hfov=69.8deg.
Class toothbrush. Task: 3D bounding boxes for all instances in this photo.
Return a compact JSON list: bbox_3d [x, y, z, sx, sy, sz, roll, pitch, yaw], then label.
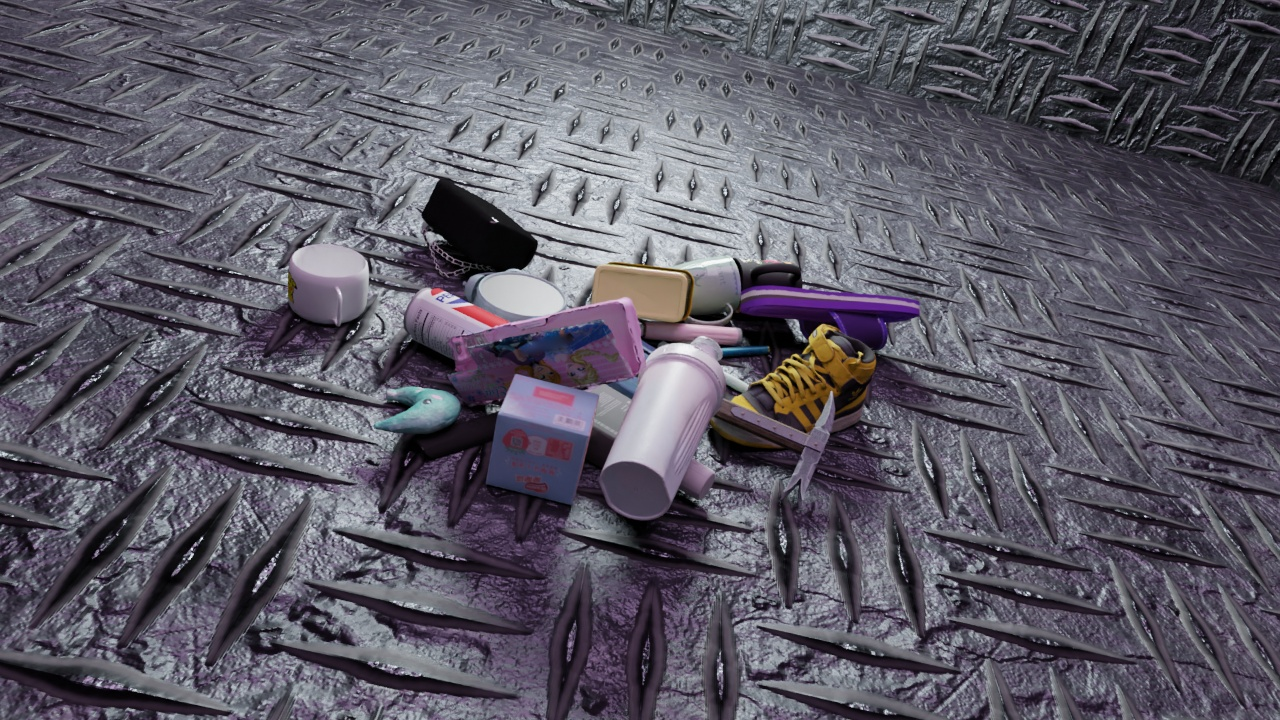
[{"bbox_3d":[0.090,0.013,1.211,0.155,0.015,0.022,28,35,20],"label":"toothbrush"},{"bbox_3d":[0.034,-0.040,1.261,0.222,0.027,0.027,4,54,-17],"label":"toothbrush"}]

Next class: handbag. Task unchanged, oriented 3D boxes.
[{"bbox_3d":[-0.237,-0.174,1.332,0.154,0.115,0.125,35,13,35],"label":"handbag"}]

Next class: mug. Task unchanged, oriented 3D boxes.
[{"bbox_3d":[0.187,-0.116,1.366,0.098,0.118,0.081,2,71,-20],"label":"mug"},{"bbox_3d":[0.087,-0.093,1.325,0.104,0.084,0.111,-9,57,-17],"label":"mug"},{"bbox_3d":[-0.379,-0.087,1.121,0.094,0.068,0.115,-5,36,-29],"label":"mug"}]

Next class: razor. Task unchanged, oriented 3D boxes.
[{"bbox_3d":[0.118,-0.014,1.263,0.143,0.022,0.042,2,-3,-28],"label":"razor"}]

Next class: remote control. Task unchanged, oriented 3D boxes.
[{"bbox_3d":[-0.178,0.075,0.996,0.146,0.015,0.033,-16,43,-41],"label":"remote control"}]

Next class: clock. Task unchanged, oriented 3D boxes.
[{"bbox_3d":[-0.167,-0.077,1.218,0.122,0.045,0.159,-15,43,-41],"label":"clock"}]

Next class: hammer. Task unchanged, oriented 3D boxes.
[{"bbox_3d":[0.068,0.041,1.074,0.317,0.028,0.146,23,62,12],"label":"hammer"}]

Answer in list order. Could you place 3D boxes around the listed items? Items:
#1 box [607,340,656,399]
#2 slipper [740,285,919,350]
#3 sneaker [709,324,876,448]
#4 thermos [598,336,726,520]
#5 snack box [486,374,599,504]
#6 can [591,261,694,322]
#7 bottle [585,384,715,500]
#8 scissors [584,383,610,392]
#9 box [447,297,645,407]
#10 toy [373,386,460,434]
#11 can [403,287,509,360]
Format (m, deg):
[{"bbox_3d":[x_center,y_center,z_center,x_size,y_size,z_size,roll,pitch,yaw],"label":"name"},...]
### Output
[{"bbox_3d":[-0.004,-0.002,1.147,0.209,0.043,0.124,32,35,16],"label":"box"},{"bbox_3d":[0.270,-0.048,1.319,0.266,0.084,0.107,4,-9,-18],"label":"slipper"},{"bbox_3d":[0.198,0.029,1.127,0.238,0.122,0.086,-10,37,-35],"label":"sneaker"},{"bbox_3d":[0.022,0.064,0.935,0.099,0.100,0.219,19,36,7],"label":"thermos"},{"bbox_3d":[-0.100,0.081,0.943,0.093,0.095,0.079,13,30,-1],"label":"snack box"},{"bbox_3d":[0.003,-0.092,1.240,0.131,0.072,0.101,7,7,6],"label":"can"},{"bbox_3d":[0.001,0.096,1.008,0.174,0.046,0.083,29,34,22],"label":"bottle"},{"bbox_3d":[-0.047,0.022,1.141,0.176,0.013,0.170,0,37,-27],"label":"scissors"},{"bbox_3d":[-0.111,-0.003,0.977,0.231,0.084,0.070,-10,6,28],"label":"box"},{"bbox_3d":[-0.235,0.052,0.978,0.085,0.033,0.105,1,18,-6],"label":"toy"},{"bbox_3d":[-0.213,-0.034,1.104,0.132,0.070,0.070,25,33,17],"label":"can"}]
